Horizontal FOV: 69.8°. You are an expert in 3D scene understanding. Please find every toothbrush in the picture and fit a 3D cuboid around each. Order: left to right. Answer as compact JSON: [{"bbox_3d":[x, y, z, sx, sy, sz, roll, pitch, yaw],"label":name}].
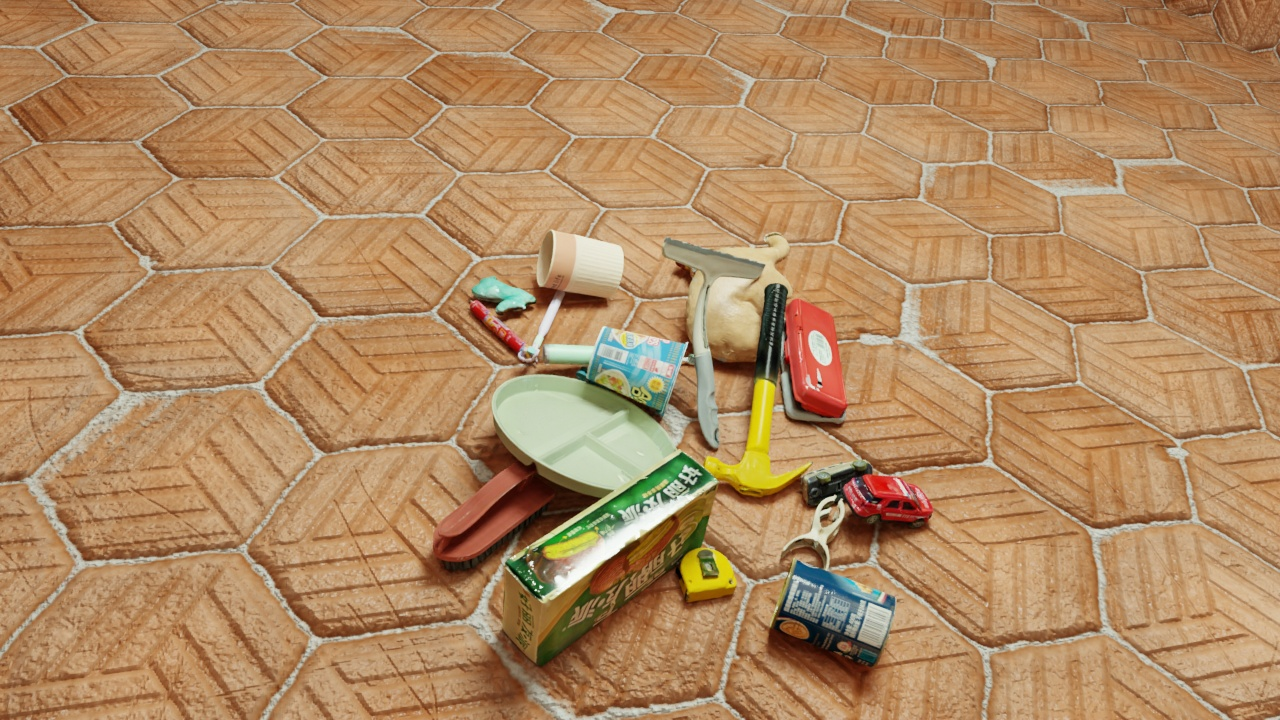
[{"bbox_3d":[-0.130,-0.052,1.253,0.029,0.021,0.188,-6,29,14],"label":"toothbrush"},{"bbox_3d":[-0.020,-0.004,1.218,0.224,0.027,0.026,3,54,-19],"label":"toothbrush"}]

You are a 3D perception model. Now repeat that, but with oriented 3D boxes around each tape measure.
[{"bbox_3d":[0.069,0.225,0.975,0.060,0.029,0.057,-5,42,-15],"label":"tape measure"}]

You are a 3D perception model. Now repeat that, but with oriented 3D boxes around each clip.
[{"bbox_3d":[-0.058,0.025,1.197,0.056,0.014,0.041,23,42,18],"label":"clip"},{"bbox_3d":[0.205,0.197,1.030,0.064,0.034,0.098,24,48,17],"label":"clip"}]

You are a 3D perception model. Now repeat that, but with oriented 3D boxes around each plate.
[{"bbox_3d":[-0.065,0.087,1.061,0.230,0.027,0.229,20,22,-9],"label":"plate"}]

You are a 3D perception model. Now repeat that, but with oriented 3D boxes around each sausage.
[{"bbox_3d":[-0.187,-0.040,1.244,0.020,0.020,0.156,-27,52,-34],"label":"sausage"}]

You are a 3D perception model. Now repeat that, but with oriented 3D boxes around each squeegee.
[{"bbox_3d":[0.083,-0.013,1.144,0.039,0.246,0.246,0,-2,35],"label":"squeegee"}]

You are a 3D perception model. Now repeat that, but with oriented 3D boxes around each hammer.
[{"bbox_3d":[0.157,0.031,1.148,0.129,0.033,0.300,14,59,-4],"label":"hammer"}]

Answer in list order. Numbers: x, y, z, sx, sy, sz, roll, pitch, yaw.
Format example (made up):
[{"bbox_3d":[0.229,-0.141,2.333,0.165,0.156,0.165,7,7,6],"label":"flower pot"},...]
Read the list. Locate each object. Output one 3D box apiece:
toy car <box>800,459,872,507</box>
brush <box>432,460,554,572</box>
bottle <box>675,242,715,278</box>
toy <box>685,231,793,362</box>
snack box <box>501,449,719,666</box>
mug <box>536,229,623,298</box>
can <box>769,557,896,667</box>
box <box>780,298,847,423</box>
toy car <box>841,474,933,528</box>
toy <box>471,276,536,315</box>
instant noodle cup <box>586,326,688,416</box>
[{"bbox_3d":[0.234,0.142,1.089,0.090,0.042,0.035,-14,26,-16],"label":"toy car"},{"bbox_3d":[-0.162,0.162,0.977,0.063,0.069,0.145,31,45,25],"label":"brush"},{"bbox_3d":[0.131,-0.122,1.365,0.175,0.058,0.057,32,46,25],"label":"bottle"},{"bbox_3d":[0.139,-0.102,1.277,0.143,0.083,0.225,21,67,-3],"label":"toy"},{"bbox_3d":[-0.028,0.194,0.929,0.239,0.115,0.063,-29,54,-35],"label":"snack box"},{"bbox_3d":[-0.092,-0.137,1.326,0.105,0.081,0.115,10,-1,-20],"label":"mug"},{"bbox_3d":[0.195,0.255,0.927,0.111,0.075,0.075,19,42,12],"label":"can"},{"bbox_3d":[0.232,0.008,1.253,0.090,0.068,0.200,23,39,-16],"label":"box"},{"bbox_3d":[0.290,0.160,1.059,0.120,0.045,0.053,11,39,-32],"label":"toy car"},{"bbox_3d":[-0.195,-0.090,1.291,0.092,0.030,0.096,18,29,13],"label":"toy"},{"bbox_3d":[-0.007,0.007,1.153,0.110,0.099,0.099,19,41,2],"label":"instant noodle cup"}]
